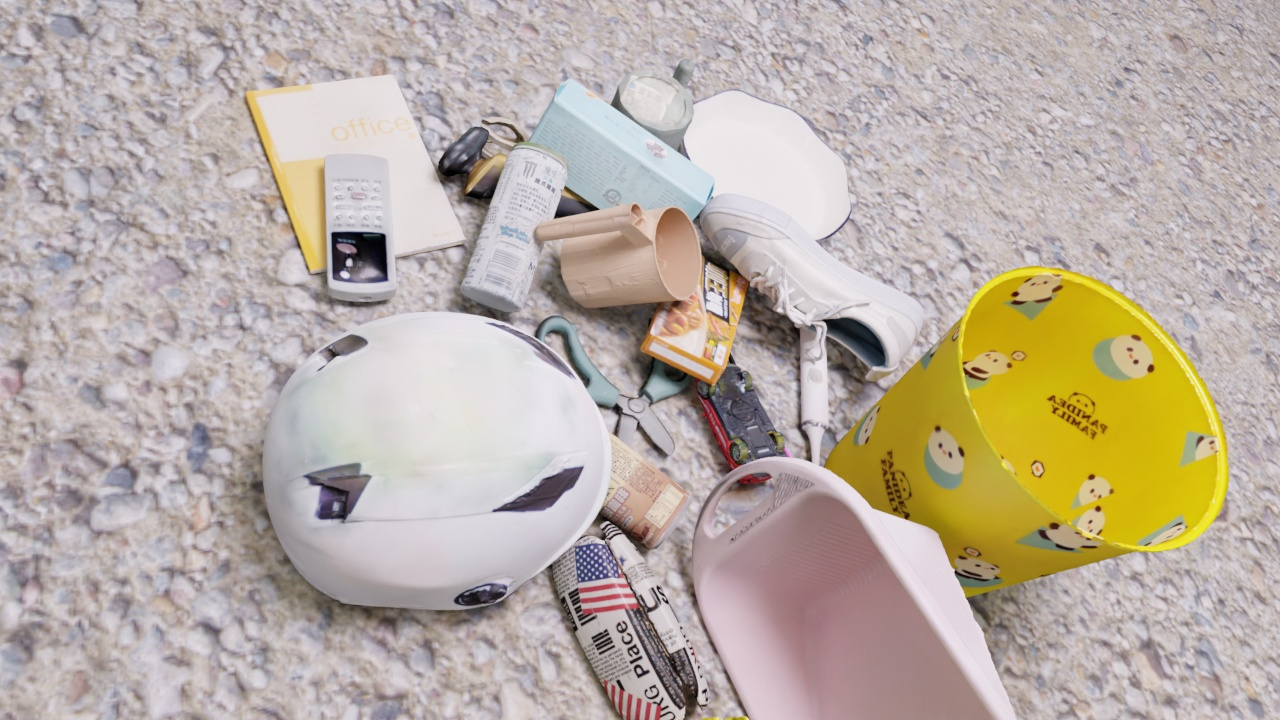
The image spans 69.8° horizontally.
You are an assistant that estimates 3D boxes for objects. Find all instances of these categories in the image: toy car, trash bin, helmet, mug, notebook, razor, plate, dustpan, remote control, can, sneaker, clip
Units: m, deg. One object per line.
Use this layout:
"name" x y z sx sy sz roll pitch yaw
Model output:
"toy car" 0.088 0.058 0.838 0.052 0.045 0.120 -8 59 -26
"trash bin" 0.293 0.086 0.770 0.229 0.256 0.229 9 59 -16
"helmet" -0.149 0.056 0.663 0.258 0.146 0.228 -6 65 -5
"mug" -0.019 -0.098 0.820 0.124 0.104 0.084 32 60 -52
"mug" 0.009 -0.244 0.942 0.083 0.104 0.123 33 57 0
"notebook" -0.267 -0.181 0.861 0.145 0.010 0.206 -16 69 -26
"razor" -0.111 -0.176 0.892 0.167 0.062 0.067 17 87 -16
"plate" 0.130 -0.201 0.989 0.204 0.046 0.204 12 57 -20
"dustpan" 0.130 0.215 0.670 0.138 0.223 0.272 18 44 -25
"remote control" -0.250 -0.121 0.814 0.058 0.021 0.149 -2 63 -20
"can" -0.112 -0.119 0.828 0.058 0.058 0.146 19 78 -9
"sneaker" 0.152 -0.065 0.884 0.242 0.090 0.090 32 64 1
"can" -0.018 0.102 0.766 0.116 0.059 0.058 38 56 3
"clip" -0.118 -0.208 0.920 0.099 0.035 0.066 21 55 -18

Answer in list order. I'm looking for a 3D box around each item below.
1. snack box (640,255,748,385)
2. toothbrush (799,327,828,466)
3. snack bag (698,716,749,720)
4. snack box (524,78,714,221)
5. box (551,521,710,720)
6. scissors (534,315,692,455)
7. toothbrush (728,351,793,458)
"snack box" 0.054 -0.045 0.870 0.075 0.026 0.153 26 39 -4
"toothbrush" 0.168 0.039 0.889 0.027 0.026 0.220 -4 58 16
"snack bag" -0.005 0.350 0.609 0.246 0.068 0.158 -12 81 -25
"snack box" -0.020 -0.185 0.877 0.175 0.074 0.051 33 43 -11
"box" -0.014 0.209 0.712 0.087 0.076 0.163 -26 75 -8
"scissors" -0.005 0.005 0.850 0.180 0.019 0.170 -36 77 -33
"toothbrush" 0.103 0.036 0.875 0.017 0.014 0.189 -24 73 -19
